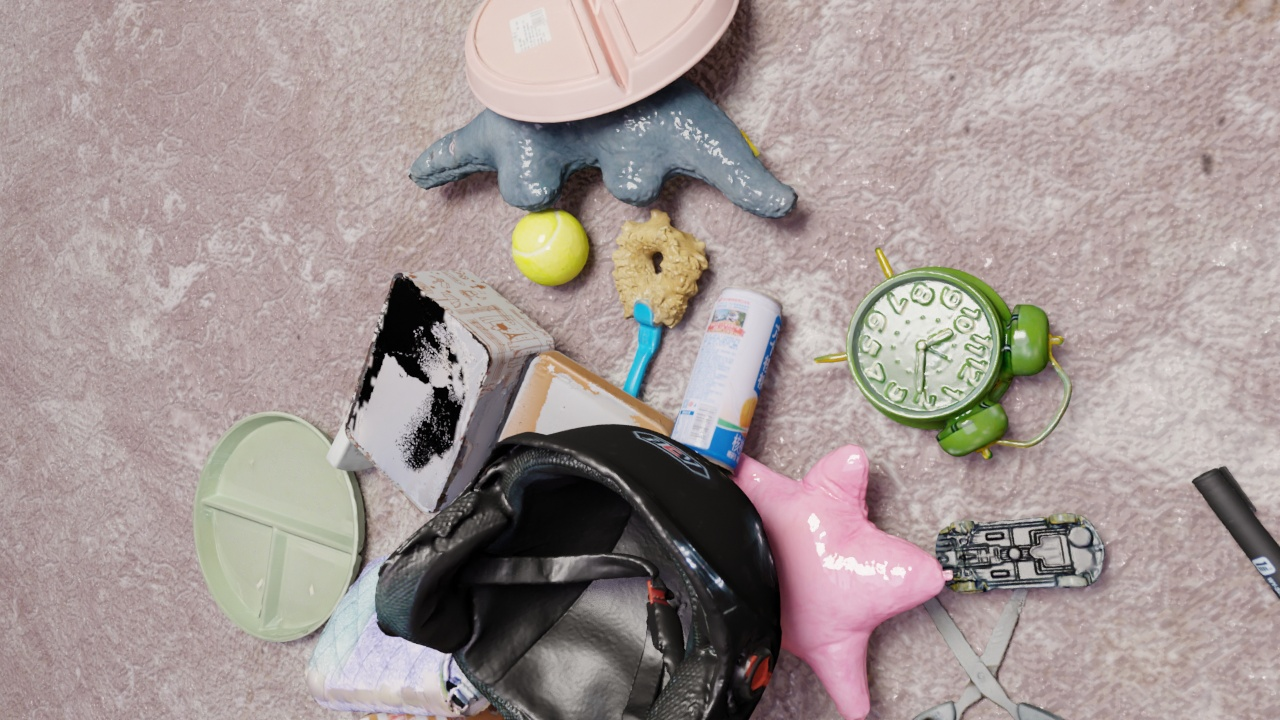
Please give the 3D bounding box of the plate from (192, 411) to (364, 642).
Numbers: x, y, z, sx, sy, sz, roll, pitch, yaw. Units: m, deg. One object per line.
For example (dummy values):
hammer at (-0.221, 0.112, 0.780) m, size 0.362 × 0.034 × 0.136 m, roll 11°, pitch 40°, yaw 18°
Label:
plate at (-0.364, 0.166, 0.925) m, size 0.231 × 0.027 × 0.230 m, roll -1°, pitch 87°, yaw 26°

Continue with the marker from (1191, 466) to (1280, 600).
marker at (0.387, 0.125, 0.558) m, size 0.022 × 0.020 × 0.132 m, roll -28°, pitch 73°, yaw -7°

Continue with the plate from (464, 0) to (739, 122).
plate at (-0.036, -0.274, 0.717) m, size 0.230 × 0.028 × 0.229 m, roll -11°, pitch 53°, yaw 14°

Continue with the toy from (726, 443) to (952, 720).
toy at (0.134, 0.156, 0.646) m, size 0.179 × 0.074 × 0.194 m, roll -6°, pitch 89°, yaw 45°

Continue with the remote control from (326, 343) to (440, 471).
remote control at (-0.239, 0.036, 0.851) m, size 0.021 × 0.058 × 0.150 m, roll 36°, pitch 102°, yaw 26°

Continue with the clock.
clock at (0.212, -0.001, 0.630) m, size 0.161 × 0.056 × 0.116 m, roll 32°, pitch 102°, yaw 24°

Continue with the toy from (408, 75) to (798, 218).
toy at (-0.041, -0.183, 0.743) m, size 0.357 × 0.091 × 0.138 m, roll 6°, pitch 87°, yaw 25°

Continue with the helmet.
helmet at (-0.019, 0.156, 0.606) m, size 0.233 × 0.229 × 0.275 m, roll 33°, pitch 124°, yaw 24°

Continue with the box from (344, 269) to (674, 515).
box at (-0.113, 0.060, 0.754) m, size 0.262 × 0.088 × 0.178 m, roll 38°, pitch 118°, yaw 23°

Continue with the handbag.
handbag at (-0.183, 0.228, 0.765) m, size 0.194 × 0.075 × 0.133 m, roll -16°, pitch 38°, yaw 40°

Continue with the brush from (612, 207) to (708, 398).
brush at (-0.005, 0.004, 0.747) m, size 0.083 × 0.045 × 0.255 m, roll 18°, pitch 101°, yaw 25°

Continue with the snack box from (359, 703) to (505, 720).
snack box at (-0.172, 0.334, 0.794) m, size 0.093 × 0.077 × 0.094 m, roll -24°, pitch 78°, yaw 23°

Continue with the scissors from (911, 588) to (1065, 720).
scissors at (0.232, 0.222, 0.636) m, size 0.160 × 0.014 × 0.177 m, roll -39°, pitch 69°, yaw 17°

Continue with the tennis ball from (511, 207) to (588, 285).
tennis ball at (-0.076, -0.096, 0.772) m, size 0.066 × 0.065 × 0.065 m, roll -1°, pitch 87°, yaw 26°

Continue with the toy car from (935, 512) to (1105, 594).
toy car at (0.253, 0.130, 0.615) m, size 0.106 × 0.031 × 0.049 m, roll -10°, pitch 73°, yaw 27°

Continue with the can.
can at (0.064, 0.014, 0.686) m, size 0.053 × 0.053 × 0.134 m, roll 13°, pitch 77°, yaw 26°
